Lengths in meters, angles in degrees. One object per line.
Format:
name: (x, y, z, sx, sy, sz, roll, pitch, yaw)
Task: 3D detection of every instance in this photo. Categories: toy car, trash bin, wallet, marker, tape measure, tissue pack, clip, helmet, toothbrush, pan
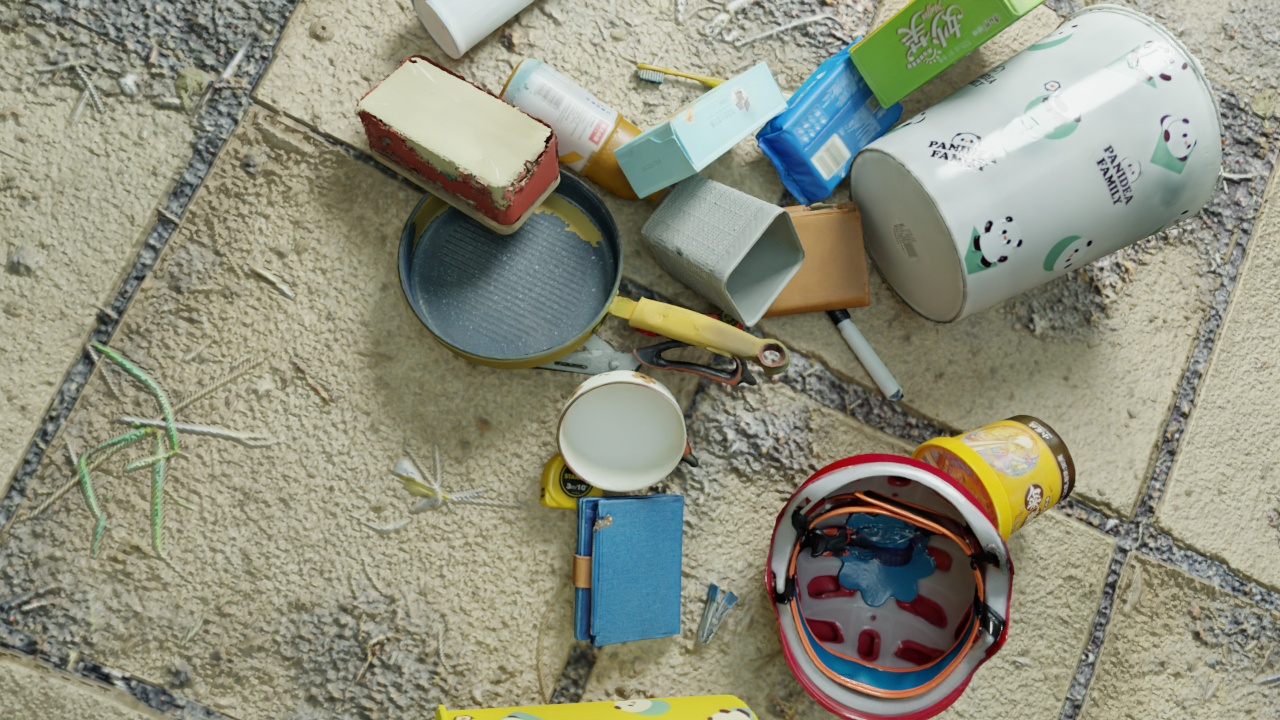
toy car: (0.044, -0.032, 0.873, 0.106, 0.049, 0.031, 2, 83, -12)
trash bin: (-0.031, 0.384, 0.746, 0.255, 0.230, 0.229, -2, 86, -17)
wallet: (0.152, -0.098, 0.897, 0.132, 0.031, 0.107, -7, 86, 2)
trash bin: (0.351, -0.171, 0.863, 0.251, 0.230, 0.229, -27, 91, -6)
marker: (0.222, -0.014, 0.920, 0.018, 0.023, 0.130, -38, 92, -40)
tape measure: (-0.064, 0.112, 0.850, 0.060, 0.029, 0.057, 9, 80, -27)
tissue pack: (0.187, -0.234, 0.905, 0.157, 0.052, 0.095, -47, 116, -8)
clip: (0.070, 0.242, 0.869, 0.045, 0.027, 0.058, 29, 81, -15)
helmet: (0.223, 0.194, 0.840, 0.207, 0.143, 0.240, 9, 105, 13)
wallet: (-0.010, 0.190, 0.843, 0.106, 0.040, 0.133, 1, 90, -26)
toothbrush: (0.088, -0.270, 0.917, 0.191, 0.016, 0.018, 10, 95, -10)
pan: (-0.042, -0.059, 0.799, 0.357, 0.078, 0.197, 25, 71, 6)

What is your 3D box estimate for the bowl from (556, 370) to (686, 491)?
bowl: (-0.017, 0.054, 0.823, 0.113, 0.062, 0.114, 0, 119, -1)

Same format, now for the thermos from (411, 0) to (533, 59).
thermos: (-0.104, -0.375, 0.861, 0.224, 0.073, 0.073, -41, 94, -11)

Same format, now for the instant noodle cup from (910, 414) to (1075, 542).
instant noodle cup: (0.343, 0.115, 0.889, 0.114, 0.119, 0.118, -20, 89, -21)

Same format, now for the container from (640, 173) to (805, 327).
container: (0.072, -0.105, 0.838, 0.114, 0.090, 0.090, 35, 82, 33)

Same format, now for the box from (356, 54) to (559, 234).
box: (-0.159, -0.193, 0.797, 0.168, 0.080, 0.091, 31, 67, 15)

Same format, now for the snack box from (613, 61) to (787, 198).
snack box: (0.058, -0.212, 0.835, 0.174, 0.074, 0.051, -43, 108, -41)

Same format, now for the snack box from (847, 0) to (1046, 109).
snack box: (0.316, -0.335, 0.861, 0.209, 0.158, 0.070, -38, 95, -35)

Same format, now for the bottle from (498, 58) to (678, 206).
bottle: (-0.043, -0.206, 0.859, 0.189, 0.068, 0.068, 32, 80, -10)

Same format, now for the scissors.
scissors: (-0.003, 0.013, 0.853, 0.189, 0.015, 0.226, -29, 104, 15)
